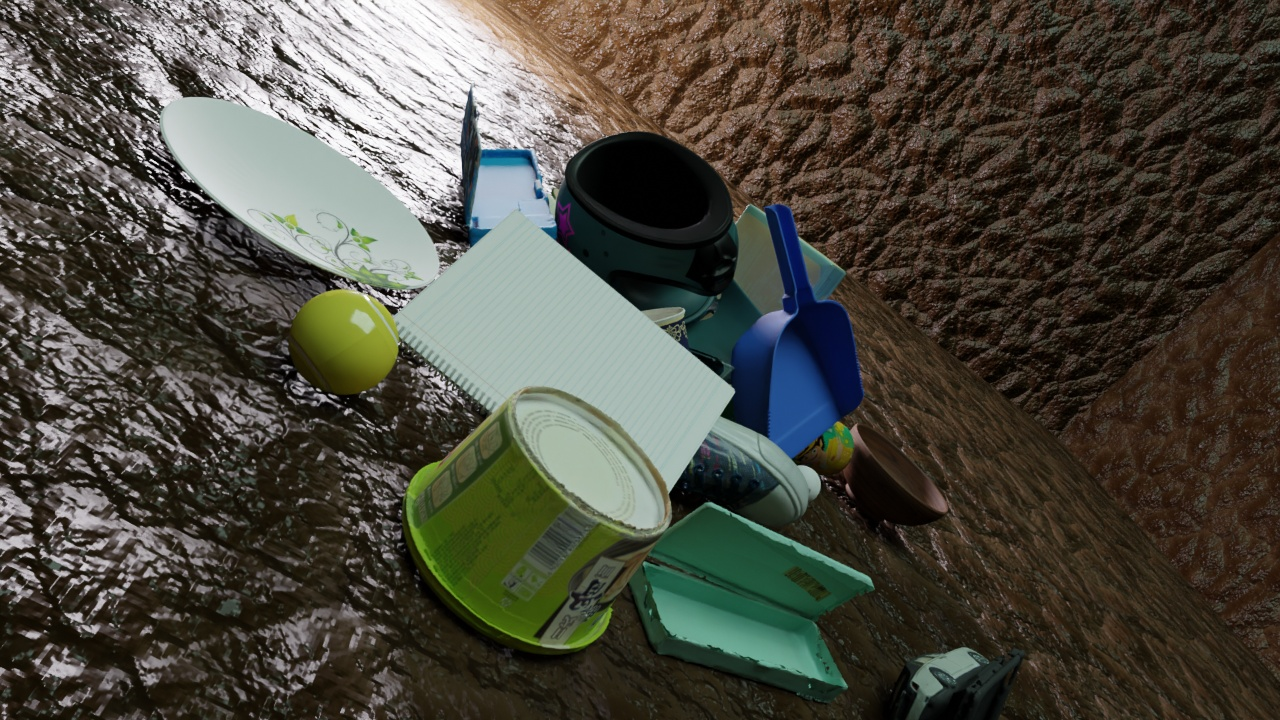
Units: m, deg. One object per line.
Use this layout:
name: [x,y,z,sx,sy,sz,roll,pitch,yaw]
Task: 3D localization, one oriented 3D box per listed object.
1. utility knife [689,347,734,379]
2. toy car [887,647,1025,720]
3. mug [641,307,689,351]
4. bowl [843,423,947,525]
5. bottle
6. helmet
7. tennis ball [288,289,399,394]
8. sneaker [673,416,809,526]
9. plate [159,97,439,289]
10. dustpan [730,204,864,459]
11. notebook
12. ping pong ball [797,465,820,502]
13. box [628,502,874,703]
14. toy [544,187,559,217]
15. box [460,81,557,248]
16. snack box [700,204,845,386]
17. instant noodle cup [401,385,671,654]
utility knife: [0.016,-0.011,0.910,0.173,0.029,0.020,19,1,29]
toy car: [0.250,0.275,0.748,0.071,0.094,0.191,27,9,33]
mug: [-0.005,0.005,0.860,0.085,0.112,0.089,-34,115,-65]
bowl: [0.293,0.152,1.113,0.147,0.069,0.147,36,19,-15]
bottle: [0.156,0.076,1.026,0.209,0.068,0.068,23,25,-42]
helmet: [0.022,-0.107,0.993,0.275,0.176,0.200,45,-24,37]
tennis ball: [-0.183,-0.011,0.569,0.065,0.065,0.065,35,19,-14]
sneaker: [0.041,0.086,0.793,0.235,0.088,0.079,35,46,-11]
plate: [-0.265,-0.122,0.721,0.229,0.030,0.229,35,19,-14]
dustpan: [0.149,-0.027,0.927,0.244,0.060,0.257,-26,102,-51]
notebook: [-0.055,0.002,0.733,0.245,0.013,0.177,40,50,-1]
ping pong ball: [0.169,0.131,0.968,0.040,0.040,0.040,35,19,-14]
box: [0.092,0.168,0.650,0.188,0.093,0.077,28,21,-32]
toy: [-0.114,-0.176,1.105,0.087,0.050,0.112,44,41,13]
box: [-0.151,-0.219,1.007,0.094,0.115,0.243,-3,32,-11]
snack box: [0.125,-0.065,1.067,0.044,0.194,0.141,17,22,-49]
instant noodle cup: [-0.055,0.087,0.540,0.146,0.098,0.146,35,19,-14]
